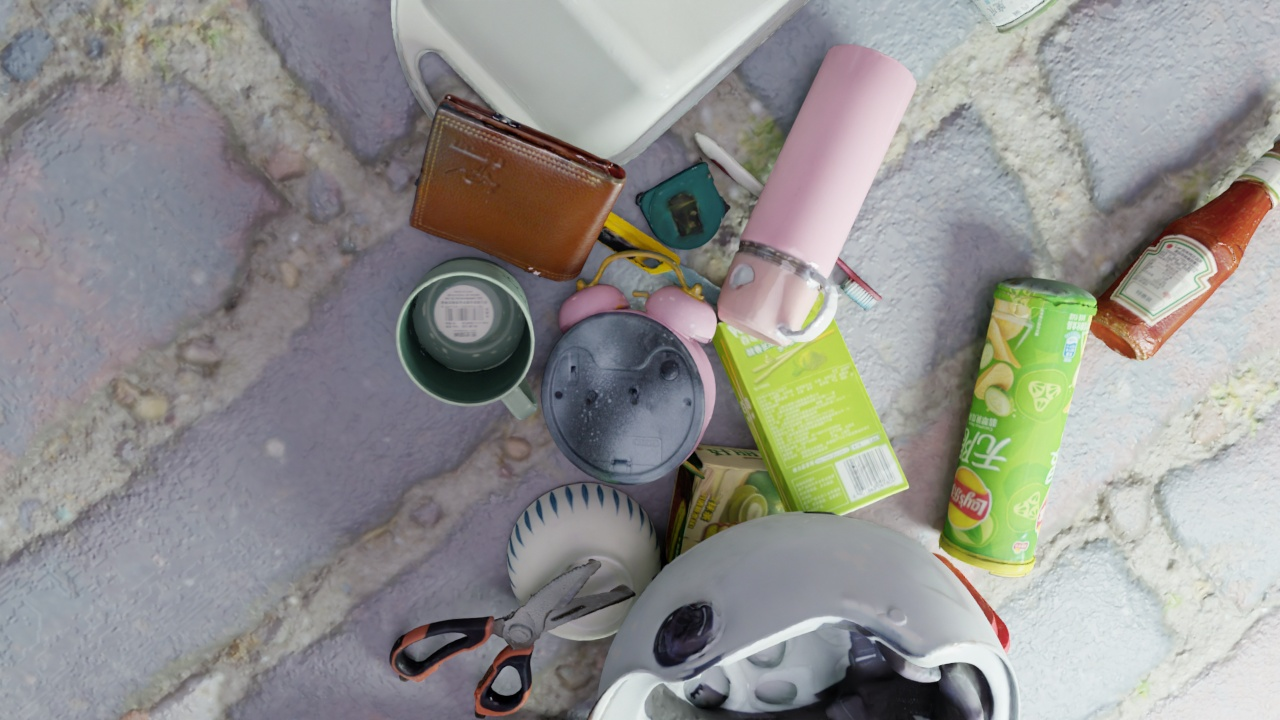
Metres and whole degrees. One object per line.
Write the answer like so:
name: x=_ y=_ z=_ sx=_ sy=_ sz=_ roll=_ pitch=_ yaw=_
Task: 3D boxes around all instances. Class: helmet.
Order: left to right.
helmet: x=0.093 y=0.185 z=0.583 sx=0.259 sy=0.145 sz=0.229 roll=-23 pitch=125 yaw=22

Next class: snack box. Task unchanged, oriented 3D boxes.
snack box: x=0.071 y=0.187 z=0.699 sx=0.114 sy=0.063 sz=0.240 roll=7 pitch=102 yaw=-10
snack box: x=0.118 y=0.034 z=0.650 sx=0.085 sy=0.026 sz=0.156 roll=-20 pitch=79 yaw=-15

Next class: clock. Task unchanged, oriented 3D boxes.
clock: x=-0.004 y=0.004 z=0.629 sx=0.117 sy=0.059 sz=0.158 roll=3 pitch=98 yaw=21

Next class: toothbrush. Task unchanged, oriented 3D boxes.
toothbrush: x=0.106 y=-0.099 z=0.663 sx=0.187 sy=0.016 sz=0.017 roll=39 pitch=104 yaw=-15

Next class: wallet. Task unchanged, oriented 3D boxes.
wallet: x=-0.081 y=-0.107 z=0.593 sx=0.124 sy=0.032 sz=0.101 roll=21 pitch=138 yaw=-8

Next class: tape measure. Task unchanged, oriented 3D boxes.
tape measure: x=0.032 y=-0.106 z=0.644 sx=0.058 sy=0.025 sz=0.054 roll=-29 pitch=104 yaw=-1

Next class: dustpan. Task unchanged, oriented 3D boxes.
dustpan: x=-0.031 y=-0.254 z=0.609 sx=0.222 sy=0.143 sz=0.257 roll=45 pitch=64 yaw=-15

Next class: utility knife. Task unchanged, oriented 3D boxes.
utility knife: x=-0.012 y=-0.085 z=0.635 sx=0.218 sy=0.033 sz=0.015 roll=30 pitch=53 yaw=-20

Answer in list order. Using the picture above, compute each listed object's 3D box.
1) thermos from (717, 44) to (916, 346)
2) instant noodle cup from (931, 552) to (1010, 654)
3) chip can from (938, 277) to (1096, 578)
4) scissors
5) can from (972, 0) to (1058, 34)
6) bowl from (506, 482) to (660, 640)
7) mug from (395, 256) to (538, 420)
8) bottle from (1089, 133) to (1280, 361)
thermos: x=0.121 y=-0.106 z=0.611 sx=0.067 sy=0.087 sz=0.198 roll=28 pitch=85 yaw=-41
instant noodle cup: x=0.214 y=0.234 z=0.712 sx=0.116 sy=0.116 sz=0.124 roll=-16 pitch=116 yaw=-5
chip can: x=0.284 y=0.048 z=0.694 sx=0.072 sy=0.072 sz=0.221 roll=6 pitch=102 yaw=-10
scissors: x=-0.090 y=0.203 z=0.655 sx=0.197 sy=0.015 sz=0.214 roll=4 pitch=126 yaw=8
can: x=0.223 y=-0.293 z=0.612 sx=0.058 sy=0.058 sz=0.146 roll=-44 pitch=106 yaw=3
bowl: x=-0.039 y=0.155 z=0.673 sx=0.116 sy=0.066 sz=0.116 roll=-2 pitch=104 yaw=-8
mug: x=-0.104 y=-0.013 z=0.603 sx=0.082 sy=0.106 sz=0.112 roll=-35 pitch=105 yaw=0
bottle: x=0.428 y=-0.090 z=0.691 sx=0.060 sy=0.059 sz=0.206 roll=42 pitch=93 yaw=-15
